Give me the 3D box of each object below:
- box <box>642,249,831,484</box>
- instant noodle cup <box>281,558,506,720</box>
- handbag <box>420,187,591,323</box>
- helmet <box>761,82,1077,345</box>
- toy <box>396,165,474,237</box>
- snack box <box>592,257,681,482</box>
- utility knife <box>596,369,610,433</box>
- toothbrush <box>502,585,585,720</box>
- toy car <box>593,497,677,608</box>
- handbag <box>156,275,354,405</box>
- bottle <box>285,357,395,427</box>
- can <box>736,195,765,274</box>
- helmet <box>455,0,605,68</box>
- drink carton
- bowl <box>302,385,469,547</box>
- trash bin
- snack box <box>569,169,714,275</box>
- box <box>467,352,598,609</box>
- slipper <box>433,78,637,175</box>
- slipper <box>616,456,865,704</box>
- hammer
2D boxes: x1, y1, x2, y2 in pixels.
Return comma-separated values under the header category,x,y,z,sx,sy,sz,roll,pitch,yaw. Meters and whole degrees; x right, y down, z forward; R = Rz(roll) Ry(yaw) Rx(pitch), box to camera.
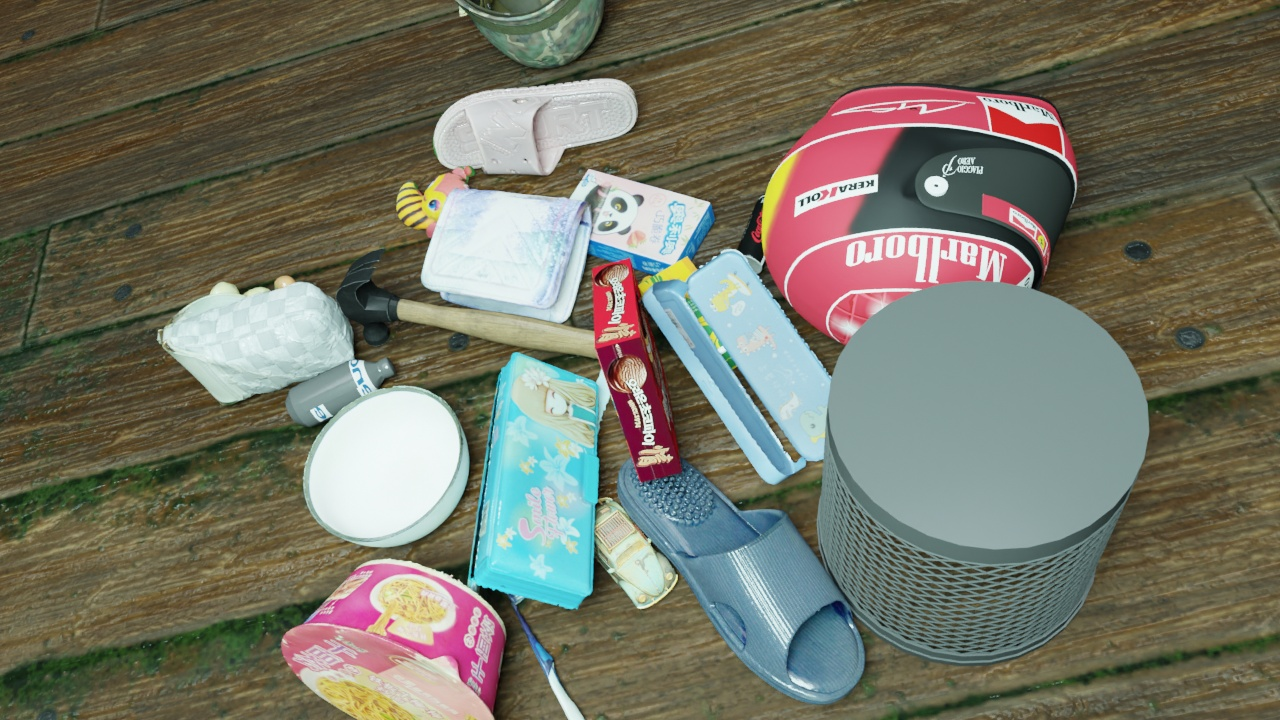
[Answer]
category,x,y,z,sx,sy,sz,roll,pitch,yaw
box,0.095,0.006,0.820,0.121,0.047,0.209,-27,76,-28
instant noodle cup,-0.183,0.228,0.728,0.179,0.179,0.077,6,45,17
handbag,-0.136,-0.113,0.960,0.159,0.069,0.126,11,78,20
helmet,0.242,-0.110,0.799,0.271,0.198,0.224,4,60,7
toy,-0.230,-0.181,1.046,0.104,0.046,0.084,-7,80,21
snack box,-0.005,0.005,0.794,0.036,0.133,0.151,-15,29,5
utility knife,-0.062,0.104,0.855,0.030,0.019,0.227,11,59,12
toothbrush,-0.074,0.254,0.767,0.017,0.016,0.189,-26,56,-14
toy car,-0.017,0.158,0.790,0.047,0.047,0.112,-38,59,-14
handbag,-0.388,-0.031,0.959,0.171,0.113,0.123,-14,51,6
bottle,-0.305,0.029,0.938,0.112,0.047,0.047,-25,57,-2
can,0.122,-0.129,0.935,0.031,0.031,0.080,14,64,21
helmet,-0.138,-0.471,1.078,0.193,0.236,0.224,-19,68,8
drink carton,0.051,-0.041,0.896,0.058,0.041,0.122,-31,58,-5
bowl,-0.227,0.107,0.858,0.153,0.073,0.153,-6,59,10
trash bin,0.234,0.084,0.664,0.218,0.227,0.217,-6,59,10
snack box,-0.009,-0.145,0.977,0.154,0.033,0.087,20,67,23
box,-0.106,0.119,0.814,0.097,0.117,0.226,22,43,-23
slipper,-0.119,-0.257,1.035,0.239,0.094,0.064,-11,53,3
slipper,0.083,0.148,0.734,0.101,0.083,0.263,-22,51,-35
hammer,-0.152,-0.038,0.912,0.305,0.132,0.040,10,58,9
